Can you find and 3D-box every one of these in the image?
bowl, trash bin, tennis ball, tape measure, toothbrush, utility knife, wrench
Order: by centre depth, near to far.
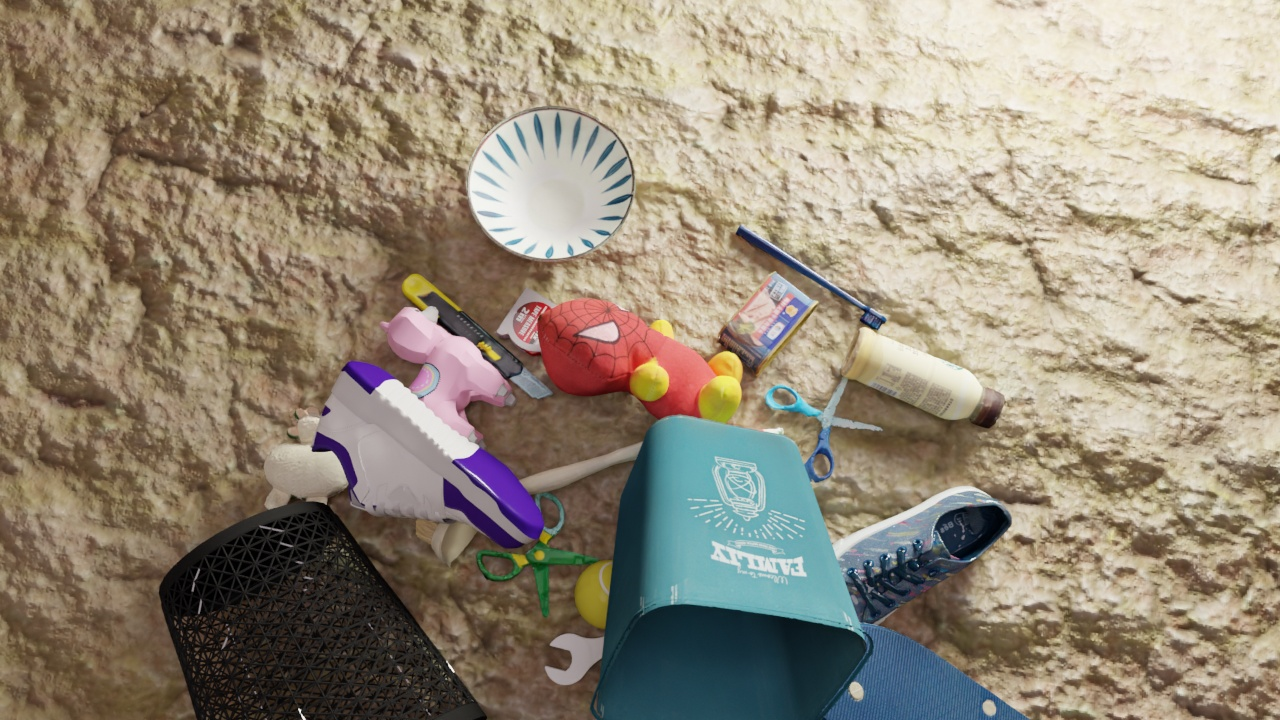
[{"bbox_3d":[0.066,0.184,0.803,0.196,0.200,0.218,12,40,-11],"label":"trash bin"},{"bbox_3d":[-0.293,0.272,0.811,0.216,0.217,0.243,-33,72,-9],"label":"trash bin"},{"bbox_3d":[-0.031,0.227,0.891,0.065,0.065,0.065,0,75,-1],"label":"tennis ball"},{"bbox_3d":[0.036,0.260,0.912,0.273,0.009,0.047,-17,77,-5],"label":"wrench"},{"bbox_3d":[-0.174,-0.023,0.978,0.203,0.020,0.028,39,80,7],"label":"utility knife"},{"bbox_3d":[-0.114,-0.038,0.981,0.062,0.020,0.060,30,77,6],"label":"tape measure"},{"bbox_3d":[-0.094,-0.179,0.991,0.177,0.071,0.177,0,76,-1],"label":"bowl"},{"bbox_3d":[0.184,-0.091,1.002,0.190,0.016,0.017,35,84,8],"label":"toothbrush"}]

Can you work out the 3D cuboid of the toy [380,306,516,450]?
[{"bbox_3d":[-0.209,0.019,0.942,0.157,0.067,0.123,31,79,11],"label":"toy"}]

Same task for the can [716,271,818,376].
[{"bbox_3d":[0.133,-0.040,0.969,0.059,0.054,0.099,40,78,11],"label":"can"}]

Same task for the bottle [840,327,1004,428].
[{"bbox_3d":[0.294,0.021,0.954,0.162,0.056,0.056,23,76,5],"label":"bottle"}]

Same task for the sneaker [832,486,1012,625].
[{"bbox_3d":[0.257,0.194,0.895,0.235,0.079,0.087,-30,84,-9],"label":"sneaker"}]

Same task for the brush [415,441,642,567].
[{"bbox_3d":[-0.094,0.125,0.916,0.272,0.062,0.077,-22,71,-6],"label":"brush"}]

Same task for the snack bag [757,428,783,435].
[{"bbox_3d":[0.092,0.110,0.938,0.116,0.036,0.077,-3,76,-2],"label":"snack bag"}]

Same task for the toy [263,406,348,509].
[{"bbox_3d":[-0.335,0.107,0.925,0.087,0.050,0.112,4,72,0],"label":"toy"}]

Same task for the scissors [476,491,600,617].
[{"bbox_3d":[-0.103,0.193,0.927,0.125,0.011,0.131,4,75,1],"label":"scissors"}]

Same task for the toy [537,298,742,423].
[{"bbox_3d":[-0.005,0.005,0.922,0.216,0.147,0.099,20,101,2],"label":"toy"}]

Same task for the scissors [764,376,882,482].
[{"bbox_3d":[0.191,0.068,0.965,0.127,0.014,0.133,9,71,-3],"label":"scissors"}]

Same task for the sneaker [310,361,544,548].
[{"bbox_3d":[-0.209,0.113,0.852,0.244,0.091,0.111,38,95,12],"label":"sneaker"}]

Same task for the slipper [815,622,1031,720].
[{"bbox_3d":[0.268,0.338,0.867,0.295,0.060,0.118,29,60,-8],"label":"slipper"}]
